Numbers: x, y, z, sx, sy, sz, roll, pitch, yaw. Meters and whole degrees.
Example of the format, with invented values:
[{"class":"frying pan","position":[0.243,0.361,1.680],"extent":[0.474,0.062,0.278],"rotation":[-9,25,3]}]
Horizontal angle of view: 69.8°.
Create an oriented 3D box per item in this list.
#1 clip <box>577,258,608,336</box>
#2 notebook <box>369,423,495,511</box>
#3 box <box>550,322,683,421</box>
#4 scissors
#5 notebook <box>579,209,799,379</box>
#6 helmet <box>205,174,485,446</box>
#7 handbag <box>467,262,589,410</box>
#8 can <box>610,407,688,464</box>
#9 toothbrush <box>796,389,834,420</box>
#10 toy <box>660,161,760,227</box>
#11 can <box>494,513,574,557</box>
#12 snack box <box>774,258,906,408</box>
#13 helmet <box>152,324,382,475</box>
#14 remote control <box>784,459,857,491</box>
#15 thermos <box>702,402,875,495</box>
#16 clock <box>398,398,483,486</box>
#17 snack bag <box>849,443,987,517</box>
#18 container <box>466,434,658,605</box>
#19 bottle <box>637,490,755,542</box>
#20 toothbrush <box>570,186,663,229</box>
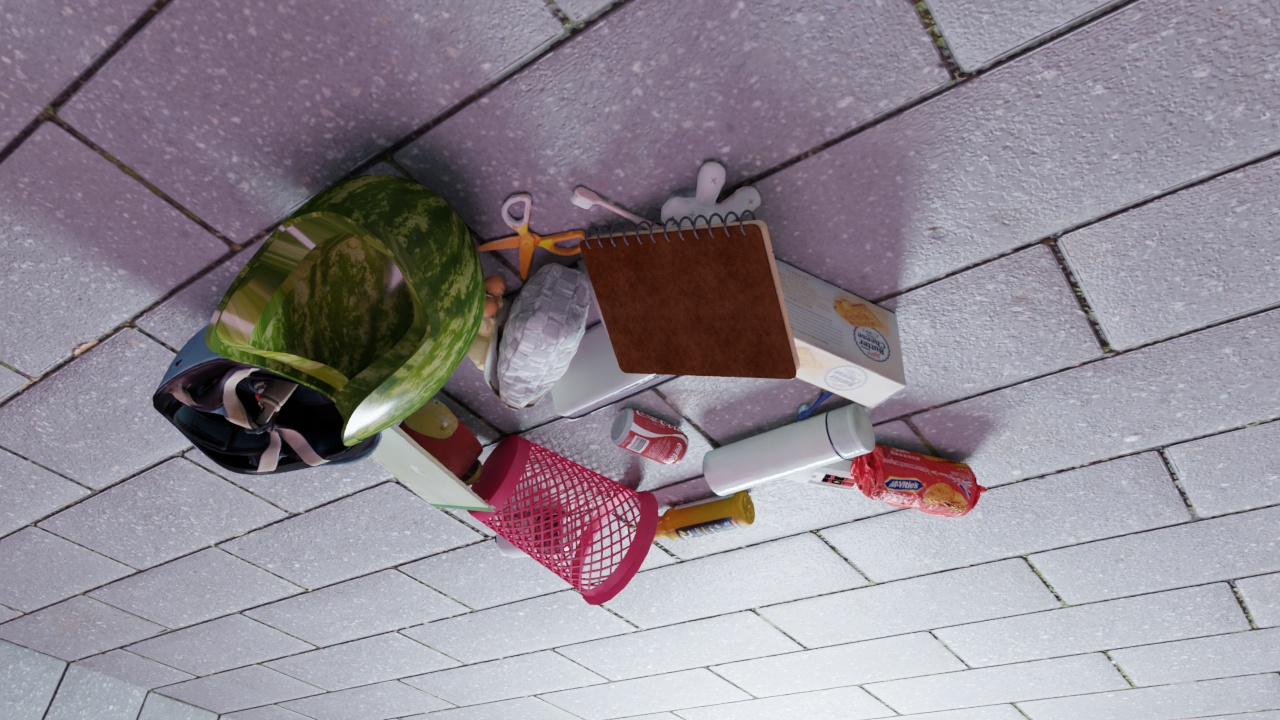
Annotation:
[{"class":"clip","position":[-0.030,-0.070,1.016],"extent":[0.054,0.038,0.102],"rotation":[-12,123,16]},{"class":"notebook","position":[-0.308,0.146,1.244],"extent":[0.182,0.010,0.253],"rotation":[45,154,-17]},{"class":"box","position":[-0.003,0.012,1.089],"extent":[0.217,0.107,0.109],"rotation":[-24,149,34]},{"class":"scissors","position":[-0.121,-0.132,0.976],"extent":[0.125,0.011,0.129],"rotation":[-8,139,15]},{"class":"notebook","position":[0.045,-0.062,0.919],"extent":[0.226,0.024,0.167],"rotation":[1,118,41]},{"class":"helmet","position":[-0.267,-0.060,0.910],"extent":[0.213,0.247,0.243],"rotation":[34,-179,5]},{"class":"handbag","position":[-0.126,-0.038,1.013],"extent":[0.123,0.112,0.172],"rotation":[25,145,-7]},{"class":"can","position":[0.013,0.103,1.227],"extent":[0.096,0.053,0.054],"rotation":[24,139,-21]},{"class":"toothbrush","position":[0.239,0.037,1.144],"extent":[0.021,0.017,0.135],"rotation":[20,138,-23]},{"class":"toy","position":[0.057,-0.136,0.916],"extent":[0.076,0.037,0.126],"rotation":[34,123,-20]},{"class":"can","position":[-0.174,0.282,1.477],"extent":[0.127,0.064,0.064],"rotation":[-8,140,18]},{"class":"snack box","position":[0.182,-0.034,0.984],"extent":[0.207,0.104,0.058],"rotation":[21,139,-18]},{"class":"helmet","position":[-0.427,0.027,1.098],"extent":[0.266,0.166,0.226],"rotation":[1,144,11]},{"class":"remote control","position":[0.247,0.156,1.286],"extent":[0.143,0.024,0.050],"rotation":[10,142,-5]},{"class":"thermos","position":[0.193,0.120,1.213],"extent":[0.231,0.067,0.068],"rotation":[-24,134,32]},{"class":"clock","position":[-0.268,0.117,1.253],"extent":[0.117,0.081,0.159],"rotation":[23,152,27]},{"class":"snack bag","position":[0.368,0.163,1.237],"extent":[0.176,0.082,0.082],"rotation":[13,142,-7]},{"class":"container","position":[-0.118,0.214,1.309],"extent":[0.225,0.182,0.184],"rotation":[34,135,-21]},{"class":"bottle","position":[0.081,0.243,1.398],"extent":[0.187,0.053,0.053],"rotation":[-18,136,28]},{"class":"toothbrush","position":[0.012,-0.136,0.950],"extent":[0.181,0.015,0.018],"rotation":[22,147,-19]}]
